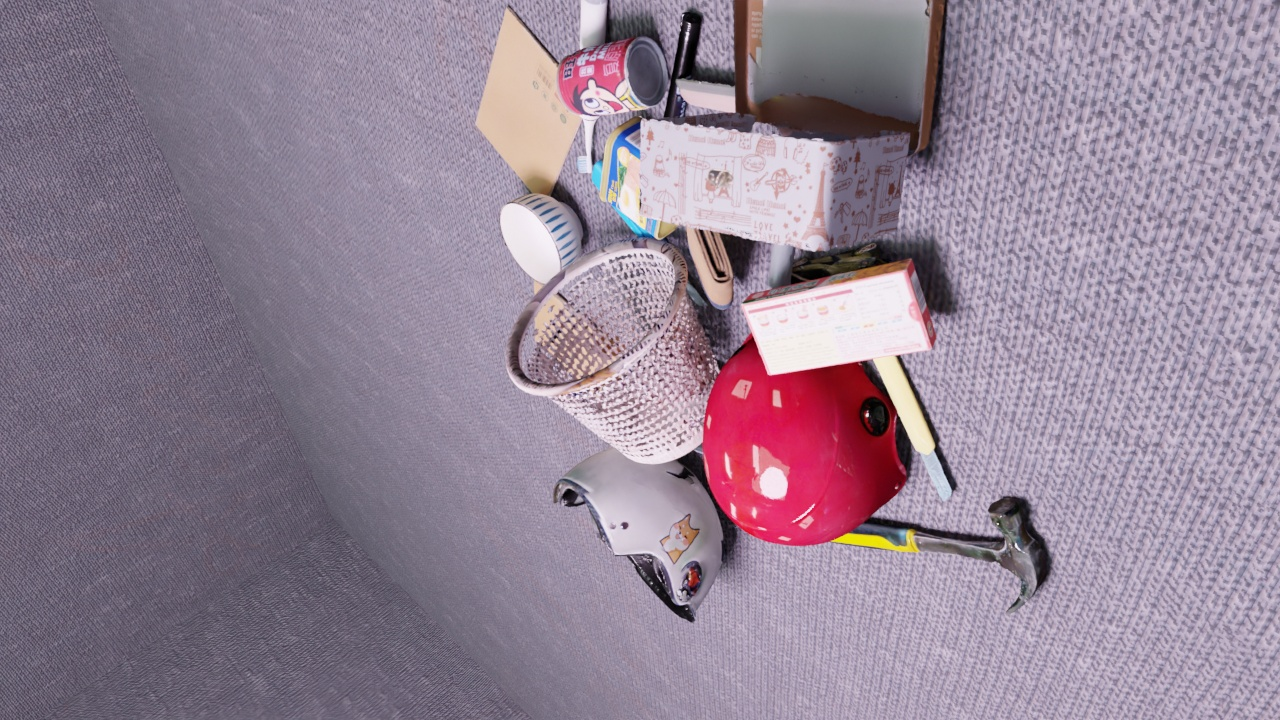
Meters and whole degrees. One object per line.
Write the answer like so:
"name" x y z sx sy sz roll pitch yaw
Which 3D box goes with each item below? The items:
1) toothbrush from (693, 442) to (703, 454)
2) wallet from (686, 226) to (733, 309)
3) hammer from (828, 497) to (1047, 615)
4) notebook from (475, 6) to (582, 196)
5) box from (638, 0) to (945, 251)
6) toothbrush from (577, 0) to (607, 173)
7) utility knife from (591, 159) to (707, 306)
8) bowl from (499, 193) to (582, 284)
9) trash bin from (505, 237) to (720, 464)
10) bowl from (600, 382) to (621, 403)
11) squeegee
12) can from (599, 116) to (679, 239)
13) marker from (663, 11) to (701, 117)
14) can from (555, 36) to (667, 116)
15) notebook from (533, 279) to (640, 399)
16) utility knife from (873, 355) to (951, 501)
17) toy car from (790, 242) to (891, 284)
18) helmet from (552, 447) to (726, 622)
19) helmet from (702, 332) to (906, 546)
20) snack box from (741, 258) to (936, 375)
"toothbrush" 0.081 0.111 1.193 0.213 0.026 0.027 15 120 49
"wallet" 0.070 -0.104 0.918 0.115 0.033 0.090 53 -162 -80
"hammer" 0.283 0.196 0.987 0.324 0.031 0.126 -5 115 56
"notebook" -0.136 -0.297 1.103 0.148 0.008 0.208 51 150 8
"box" 0.113 -0.200 0.693 0.183 0.156 0.194 19 118 37
"toothbrush" -0.053 -0.288 0.977 0.221 0.026 0.026 97 172 -50
"utility knife" 0.011 -0.141 1.045 0.204 0.018 0.034 52 150 2
"bowl" -0.116 -0.160 1.156 0.116 0.066 0.117 35 146 28
"trash bin" -0.007 0.005 1.039 0.228 0.227 0.192 16 151 48
"bowl" 0.011 0.061 1.187 0.065 0.118 0.118 -37 89 23
"squeegee" 0.131 -0.122 0.845 0.248 0.040 0.250 21 120 38
"can" 0.009 -0.189 0.961 0.083 0.057 0.102 40 148 19
"marker" 0.037 -0.268 0.876 0.022 0.020 0.132 54 153 29
"can" -0.029 -0.275 0.897 0.094 0.066 0.066 4 125 38
"notebook" -0.080 -0.008 1.316 0.211 0.012 0.150 41 149 22
"utility knife" 0.257 0.050 0.887 0.031 0.021 0.206 -8 107 61
"toy car" 0.183 -0.064 0.858 0.158 0.042 0.070 -5 115 59
"helmet" 0.021 0.215 1.254 0.274 0.156 0.230 47 168 -26
"helmet" 0.146 0.087 0.939 0.207 0.143 0.240 -4 111 44
"snack box" 0.173 -0.035 0.811 0.156 0.026 0.077 -10 113 35
